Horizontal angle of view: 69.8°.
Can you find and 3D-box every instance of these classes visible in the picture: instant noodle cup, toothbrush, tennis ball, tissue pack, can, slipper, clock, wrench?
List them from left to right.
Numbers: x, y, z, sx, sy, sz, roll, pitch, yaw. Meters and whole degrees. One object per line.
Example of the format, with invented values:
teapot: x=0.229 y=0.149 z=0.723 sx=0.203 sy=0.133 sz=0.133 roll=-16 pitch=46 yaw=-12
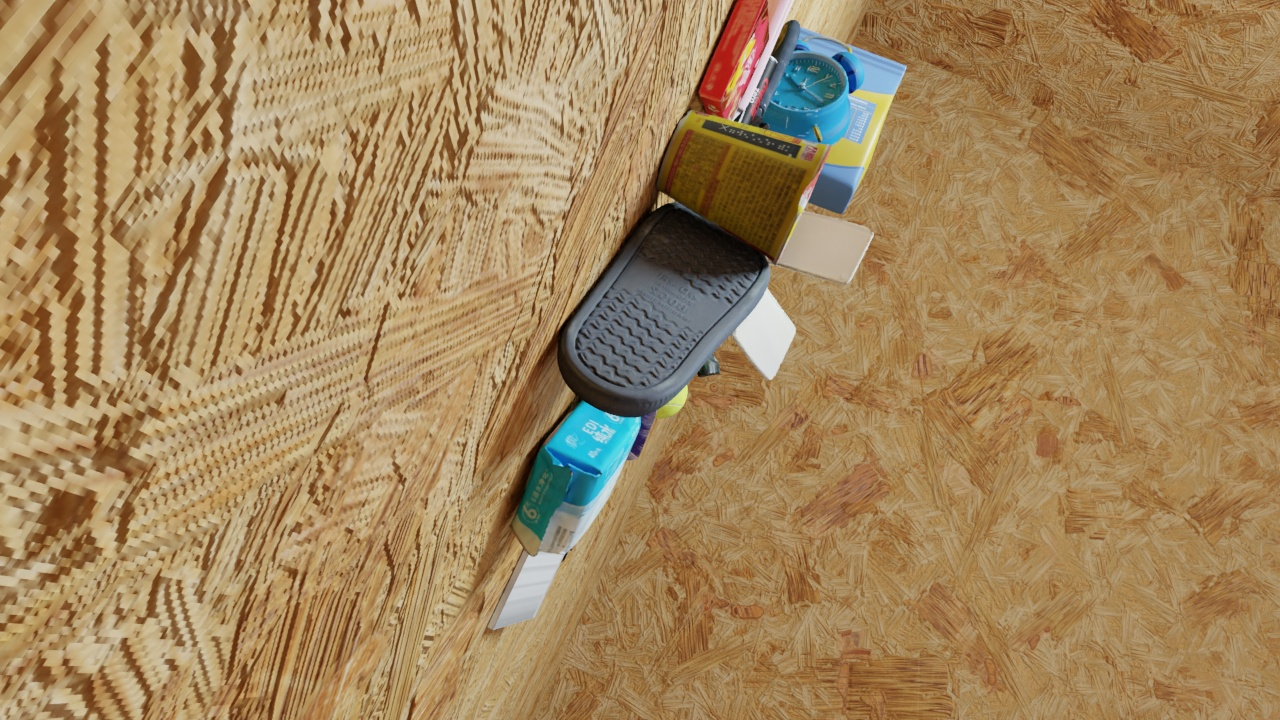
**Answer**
tissue pack: x=-0.053 y=0.090 z=0.758 sx=0.093 sy=0.062 sz=0.144 roll=-66 pitch=172 yaw=26
tennis ball: x=0.022 y=0.035 z=1.062 sx=0.065 sy=0.065 sz=0.065 roll=27 pitch=88 yaw=-84
slipper: x=0.018 y=-0.029 z=0.692 sx=0.267 sy=0.111 sz=0.084 roll=-53 pitch=170 yaw=-50
instant noodle cup: x=0.077 y=-0.141 z=0.715 sx=0.100 sy=0.112 sz=0.100 roll=26 pitch=88 yaw=-84
can: x=0.099 y=-0.251 z=0.870 sx=0.031 sy=0.031 sz=0.080 roll=-16 pitch=130 yaw=-82
toothbrush: x=0.097 y=-0.261 z=0.836 sx=0.027 sy=0.026 sz=0.223 roll=-115 pitch=-133 yaw=-71
wrench: x=0.126 y=-0.278 z=0.962 sx=0.074 sy=0.022 sz=0.272 roll=-27 pitch=-150 yaw=48
clock: x=0.187 y=-0.309 z=1.044 sx=0.060 sy=0.117 sz=0.161 roll=79 pitch=33 yaw=-59

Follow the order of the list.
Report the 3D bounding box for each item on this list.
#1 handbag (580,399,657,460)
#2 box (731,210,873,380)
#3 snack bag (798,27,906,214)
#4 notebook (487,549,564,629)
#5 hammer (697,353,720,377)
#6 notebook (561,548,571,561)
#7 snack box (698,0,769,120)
handbag: x=-0.005 y=0.005 z=0.886 sx=0.169 sy=0.068 sz=0.145 roll=-69 pitch=179 yaw=-49
box: x=0.096 y=-0.067 z=0.815 sx=0.144 sy=0.187 sz=0.101 roll=-58 pitch=153 yaw=-21
snack bag: x=0.230 y=-0.313 z=1.165 sx=0.102 sy=0.159 sz=0.205 roll=78 pitch=35 yaw=-79
notebook: x=-0.089 y=0.178 z=0.965 sx=0.209 sy=0.009 sz=0.142 roll=-65 pitch=167 yaw=-6
hammer: x=0.056 y=-0.059 z=1.085 sx=0.318 sy=0.032 sz=0.130 roll=30 pitch=52 yaw=-78
notebook: x=-0.062 y=0.142 z=1.104 sx=0.169 sy=0.019 sz=0.231 roll=39 pitch=76 yaw=-83
snack box: x=0.079 y=-0.245 z=0.756 sx=0.132 sy=0.021 sz=0.089 roll=-32 pitch=146 yaw=-80
